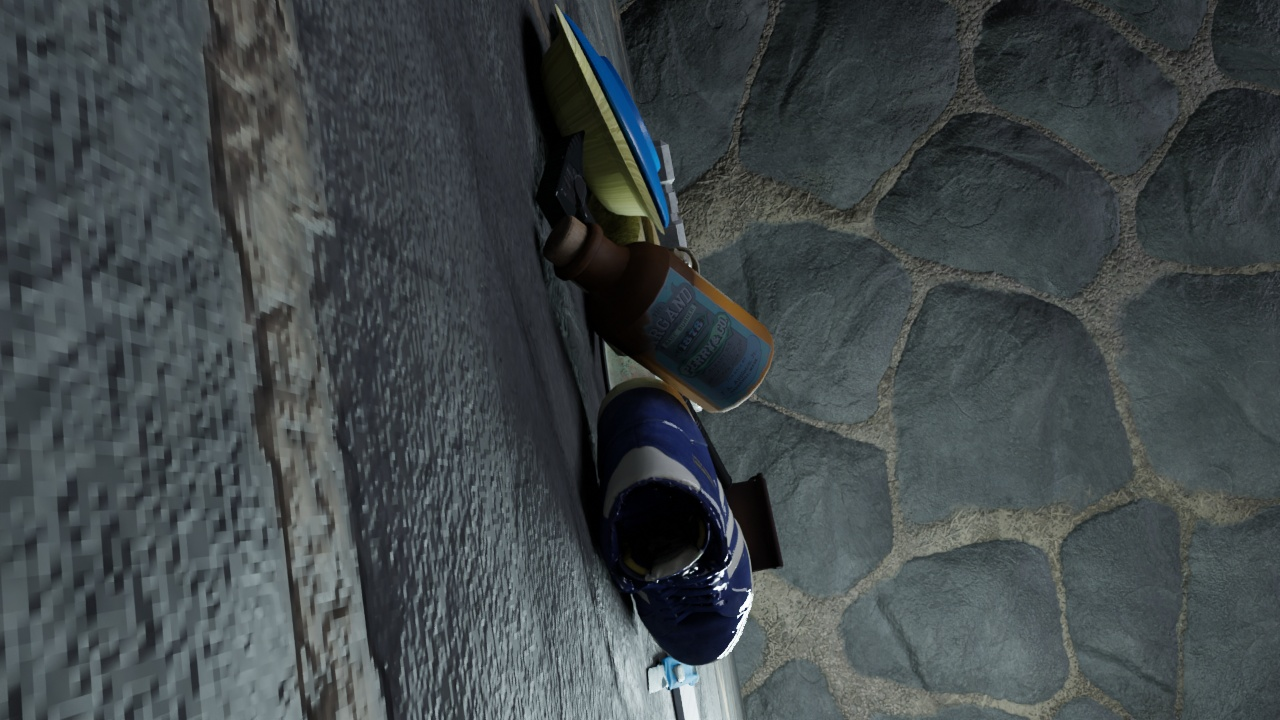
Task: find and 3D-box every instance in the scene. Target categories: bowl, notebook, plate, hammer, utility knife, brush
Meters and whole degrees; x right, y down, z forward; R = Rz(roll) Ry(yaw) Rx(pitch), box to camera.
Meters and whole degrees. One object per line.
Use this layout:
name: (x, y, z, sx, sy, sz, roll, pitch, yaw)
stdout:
bowl: (0.000, 0.031, 0.806, 0.157, 0.038, 0.157, -9, 88, -86)
notebook: (0.045, 0.332, 0.881, 0.142, 0.009, 0.209, 44, 36, -82)
plate: (-0.017, -0.234, 0.886, 0.224, 0.024, 0.224, 62, 1, -4)
hammer: (0.010, -0.016, 0.674, 0.094, 0.015, 0.325, -83, 152, -47)
utility knife: (0.028, 0.261, 0.762, 0.221, 0.015, 0.031, 47, 29, -70)
brush: (-0.016, -0.082, 0.748, 0.043, 0.059, 0.195, 57, 22, -44)
hammer: (0.007, -0.182, 1.124, 0.317, 0.083, 0.163, -82, 161, -77)
plate: (-0.037, -0.172, 0.694, 0.184, 0.036, 0.184, -24, 89, -83)

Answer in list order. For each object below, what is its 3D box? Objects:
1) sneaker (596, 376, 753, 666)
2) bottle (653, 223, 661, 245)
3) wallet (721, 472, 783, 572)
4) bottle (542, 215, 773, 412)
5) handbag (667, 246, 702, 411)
sneaker: (0.030, 0.136, 0.589, 0.118, 0.091, 0.233, -102, 179, -68)
bottle: (-0.018, -0.155, 0.941, 0.055, 0.055, 0.174, -84, 157, -75)
wallet: (0.061, 0.151, 0.812, 0.018, 0.116, 0.091, 72, 9, -52)
bottle: (0.007, -0.033, 0.568, 0.157, 0.068, 0.067, 35, 28, -27)
handbag: (0.046, -0.026, 0.921, 0.186, 0.047, 0.124, 69, 20, -73)
